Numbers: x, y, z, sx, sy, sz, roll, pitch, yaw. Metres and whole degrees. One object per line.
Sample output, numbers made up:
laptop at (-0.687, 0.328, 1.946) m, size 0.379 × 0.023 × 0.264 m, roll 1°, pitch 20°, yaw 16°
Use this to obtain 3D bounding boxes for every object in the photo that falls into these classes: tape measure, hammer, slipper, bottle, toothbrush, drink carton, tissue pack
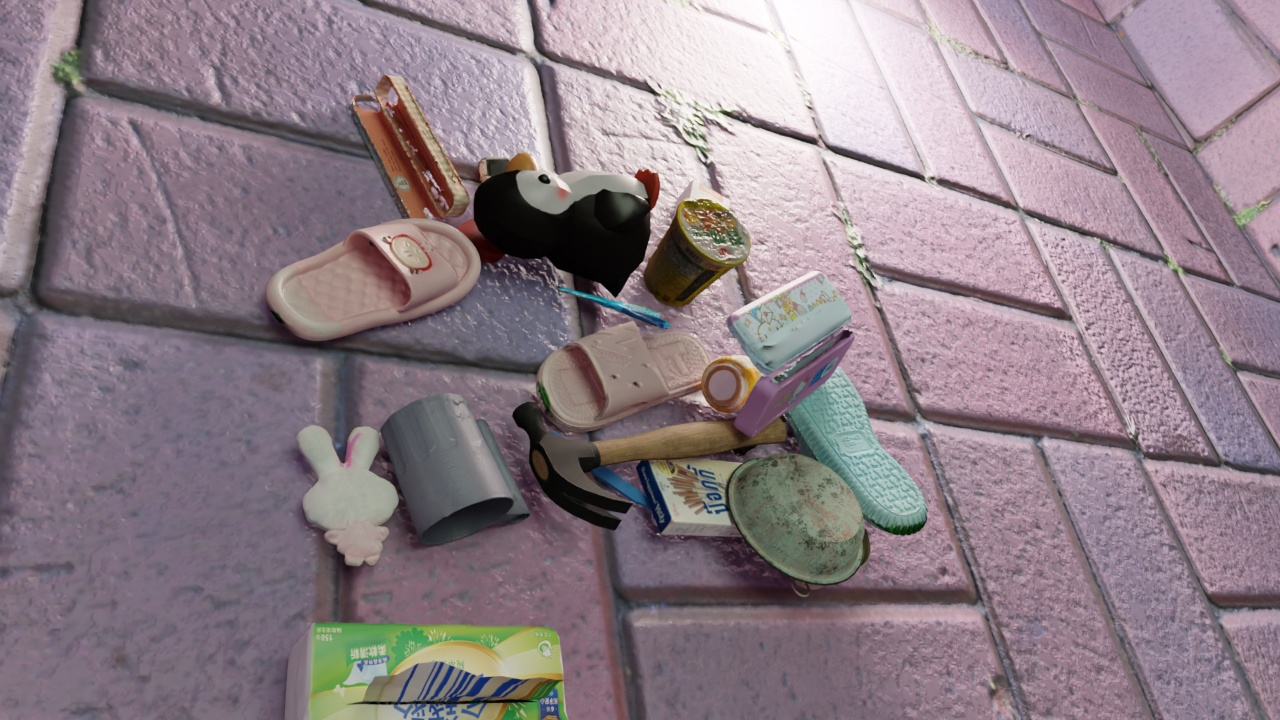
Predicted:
tape measure at (-0.169, -0.126, 0.979) m, size 0.051 × 0.019 × 0.058 m, roll 45°, pitch 36°, yaw -1°
hammer at (0.032, 0.086, 0.906) m, size 0.304 × 0.040 × 0.132 m, roll -4°, pitch 48°, yaw -38°
slipper at (-0.006, 0.006, 0.967) m, size 0.238 × 0.065 × 0.094 m, roll -13°, pitch 67°, yaw -42°
slipper at (0.228, 0.097, 1.059) m, size 0.115 × 0.070 × 0.276 m, roll -2°, pitch 46°, yaw -31°
slipper at (-0.248, -0.084, 0.869) m, size 0.220 × 0.056 × 0.107 m, roll -30°, pitch 76°, yaw -43°
bottle at (0.112, 0.025, 1.027) m, size 0.063 × 0.063 × 0.108 m, roll 58°, pitch 24°, yaw 14°
toothbrush at (-0.026, 0.122, 0.907) m, size 0.166 × 0.014 × 0.016 m, roll 35°, pitch 45°, yaw -3°
drink carton at (0.075, -0.171, 1.168) m, size 0.058 × 0.040 × 0.122 m, roll 27°, pitch 47°, yaw -16°
tissue pack at (-0.138, 0.238, 0.648) m, size 0.197 × 0.142 × 0.120 m, roll 5°, pitch 56°, yaw -32°

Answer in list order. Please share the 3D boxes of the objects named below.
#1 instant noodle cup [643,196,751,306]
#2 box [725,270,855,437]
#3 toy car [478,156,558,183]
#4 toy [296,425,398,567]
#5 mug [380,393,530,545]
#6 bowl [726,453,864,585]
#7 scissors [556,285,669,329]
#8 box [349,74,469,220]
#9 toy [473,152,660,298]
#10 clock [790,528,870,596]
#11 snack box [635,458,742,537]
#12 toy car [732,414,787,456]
instant noodle cup at (0.060, -0.120, 1.072) m, size 0.102 × 0.108 × 0.102 m, roll 18°, pitch 50°, yaw -23°
box at (0.166, -0.012, 0.984) m, size 0.213 × 0.062 × 0.140 m, roll -28°, pitch 114°, yaw -50°
toy car at (-0.130, -0.206, 1.051) m, size 0.112 × 0.041 × 0.048 m, roll 8°, pitch 55°, yaw -31°
toy at (-0.237, 0.111, 0.747) m, size 0.075 × 0.037 × 0.125 m, roll -1°, pitch 60°, yaw -40°
mug at (-0.156, 0.094, 0.796) m, size 0.123 × 0.084 × 0.104 m, roll 11°, pitch 47°, yaw -59°
bowl at (0.166, 0.150, 0.929) m, size 0.157 × 0.039 × 0.157 m, roll 17°, pitch 39°, yaw -15°
scissors at (-0.028, -0.058, 0.996) m, size 0.140 × 0.013 × 0.113 m, roll 16°, pitch 10°, yaw -29°
box at (-0.247, -0.223, 0.973) m, size 0.076 × 0.055 × 0.187 m, roll -28°, pitch 73°, yaw -11°
toy at (-0.088, -0.142, 0.972) m, size 0.183 × 0.159 × 0.140 m, roll 2°, pitch 93°, yaw -37°
clock at (0.184, 0.201, 0.962) m, size 0.093 × 0.055 × 0.140 m, roll 38°, pitch 39°, yaw 5°
snack box at (0.073, 0.139, 0.934) m, size 0.149 × 0.026 × 0.082 m, roll 9°, pitch 44°, yaw -34°
toy car at (0.129, 0.073, 1.029) m, size 0.092 × 0.037 × 0.040 m, roll -27°, pitch 76°, yaw -44°
